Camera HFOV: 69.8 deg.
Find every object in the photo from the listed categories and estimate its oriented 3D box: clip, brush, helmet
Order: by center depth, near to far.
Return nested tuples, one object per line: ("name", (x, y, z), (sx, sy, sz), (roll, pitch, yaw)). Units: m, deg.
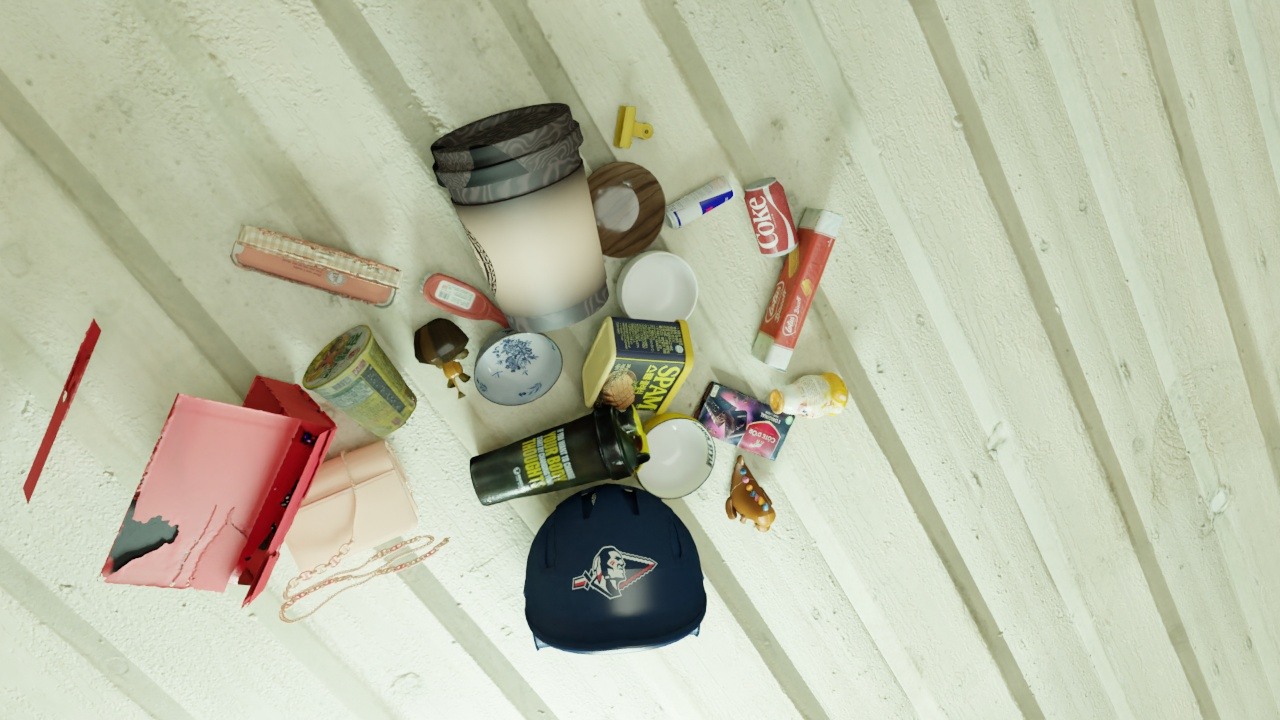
("brush", (-0.196, -0.065, 1.132), (0.172, 0.030, 0.041), (25, 93, -38))
("clip", (-0.010, -0.289, 1.145), (0.048, 0.045, 0.054), (-14, 116, -63))
("helmet", (-0.033, 0.272, 1.154), (0.232, 0.272, 0.223), (-4, 113, -4))

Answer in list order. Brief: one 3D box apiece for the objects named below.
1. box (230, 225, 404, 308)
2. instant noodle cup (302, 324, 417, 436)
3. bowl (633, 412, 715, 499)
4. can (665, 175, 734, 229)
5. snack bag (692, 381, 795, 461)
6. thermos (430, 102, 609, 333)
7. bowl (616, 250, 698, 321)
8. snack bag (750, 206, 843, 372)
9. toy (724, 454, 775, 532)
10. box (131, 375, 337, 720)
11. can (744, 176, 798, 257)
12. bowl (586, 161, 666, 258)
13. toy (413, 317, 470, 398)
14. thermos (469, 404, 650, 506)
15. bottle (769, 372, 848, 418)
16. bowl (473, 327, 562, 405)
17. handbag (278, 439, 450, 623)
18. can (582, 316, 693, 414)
("box", (-0.366, -0.106, 1.045), (0.187, 0.054, 0.079), (16, 131, -22))
("instant noodle cup", (-0.323, 0.029, 1.081), (0.102, 0.102, 0.108), (-40, 123, -6))
("bowl", (0.036, 0.123, 1.248), (0.117, 0.067, 0.117), (-5, 106, -19))
("can", (0.075, -0.204, 1.190), (0.095, 0.032, 0.032), (-31, 113, -10))
("snack bag", (0.146, 0.087, 1.307), (0.155, 0.018, 0.074), (22, 95, -26))
("thermos", (-0.127, -0.161, 1.061), (0.172, 0.172, 0.226), (-23, 118, -13))
("bowl", (0.017, -0.092, 1.189), (0.104, 0.054, 0.105), (-4, 104, -19))
("snack bag", (0.211, -0.097, 1.246), (0.041, 0.077, 0.225), (19, 98, -13))
("toy", (0.159, 0.188, 1.298), (0.070, 0.090, 0.103), (-16, 114, -16))
("box", (-0.393, 0.165, 0.918), (0.107, 0.410, 0.211), (25, 96, -21))
("can", (0.173, -0.190, 1.219), (0.054, 0.054, 0.096), (-26, 112, -12))
("bowl", (-0.029, -0.191, 1.156), (0.119, 0.032, 0.119), (-5, 106, -19))
("toy", (-0.236, -0.002, 1.118), (0.076, 0.062, 0.100), (-21, 98, 24))
("thermos", (-0.100, 0.124, 1.160), (0.221, 0.098, 0.098), (-18, 111, 5))
("bottle", (0.239, 0.052, 1.305), (0.109, 0.063, 0.063), (-6, 107, -20))
("bowl", (-0.157, -0.002, 1.145), (0.114, 0.045, 0.114), (-13, 132, -15))
("handbag", (-0.336, 0.180, 1.059), (0.198, 0.187, 0.116), (-22, 107, -6))
("can", (-0.007, 0.007, 1.167), (0.104, 0.075, 0.136), (4, 145, -19))
